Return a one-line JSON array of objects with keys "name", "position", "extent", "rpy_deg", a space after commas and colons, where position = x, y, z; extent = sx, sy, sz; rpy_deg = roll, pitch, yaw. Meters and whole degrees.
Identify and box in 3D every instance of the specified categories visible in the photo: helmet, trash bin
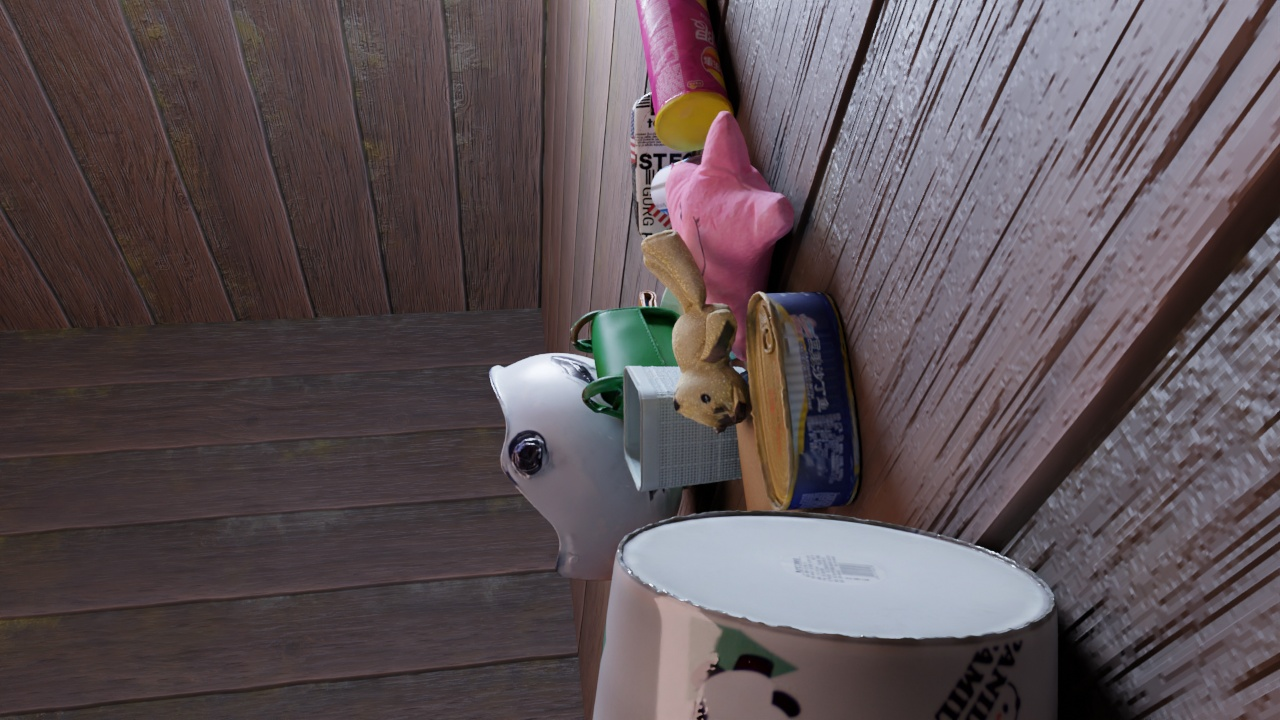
[{"name": "helmet", "position": [-0.041, 0.094, 0.971], "extent": [0.258, 0.146, 0.229], "rpy_deg": [65, -171, 10]}, {"name": "trash bin", "position": [0.072, 0.210, 0.403], "extent": [0.229, 0.229, 0.252], "rpy_deg": [-155, 67, -79]}]

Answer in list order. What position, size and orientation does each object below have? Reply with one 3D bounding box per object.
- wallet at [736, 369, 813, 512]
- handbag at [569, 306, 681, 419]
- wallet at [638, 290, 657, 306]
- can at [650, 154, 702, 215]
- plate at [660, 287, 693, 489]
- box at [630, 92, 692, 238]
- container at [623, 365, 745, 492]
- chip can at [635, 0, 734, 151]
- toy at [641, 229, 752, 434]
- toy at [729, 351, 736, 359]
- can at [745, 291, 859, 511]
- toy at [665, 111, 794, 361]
[{"name": "wallet", "position": [0.099, 0.061, 0.689], "extent": [0.090, 0.033, 0.115], "rpy_deg": [142, 126, -68]}, {"name": "handbag", "position": [-0.005, 0.005, 0.904], "extent": [0.131, 0.120, 0.068], "rpy_deg": [-102, 20, -47]}, {"name": "wallet", "position": [0.011, -0.006, 1.207], "extent": [0.119, 0.035, 0.131], "rpy_deg": [-104, 13, -49]}, {"name": "can", "position": [0.046, -0.168, 0.894], "extent": [0.134, 0.053, 0.053], "rpy_deg": [-143, 50, -78]}, {"name": "plate", "position": [0.050, 0.026, 1.011], "extent": [0.230, 0.027, 0.230], "rpy_deg": [176, 91, -81]}, {"name": "box", "position": [0.020, -0.209, 1.007], "extent": [0.082, 0.075, 0.163], "rpy_deg": [-84, -9, -79]}, {"name": "container", "position": [0.047, 0.055, 0.788], "extent": [0.090, 0.111, 0.090], "rpy_deg": [-118, 27, -70]}, {"name": "chip can", "position": [0.036, -0.300, 0.862], "extent": [0.072, 0.071, 0.210], "rpy_deg": [104, 161, -60]}, {"name": "toy", "position": [0.040, -0.023, 0.685], "extent": [0.105, 0.066, 0.157], "rpy_deg": [115, 138, -71]}, {"name": "toy", "position": [0.066, -0.048, 0.874], "extent": [0.096, 0.030, 0.092], "rpy_deg": [13, 103, 61]}, {"name": "can", "position": [0.106, 0.025, 0.612], "extent": [0.075, 0.049, 0.148], "rpy_deg": [121, 144, -73]}, {"name": "toy", "position": [0.062, -0.099, 0.744], "extent": [0.195, 0.074, 0.178], "rpy_deg": [98, 153, -46]}]
